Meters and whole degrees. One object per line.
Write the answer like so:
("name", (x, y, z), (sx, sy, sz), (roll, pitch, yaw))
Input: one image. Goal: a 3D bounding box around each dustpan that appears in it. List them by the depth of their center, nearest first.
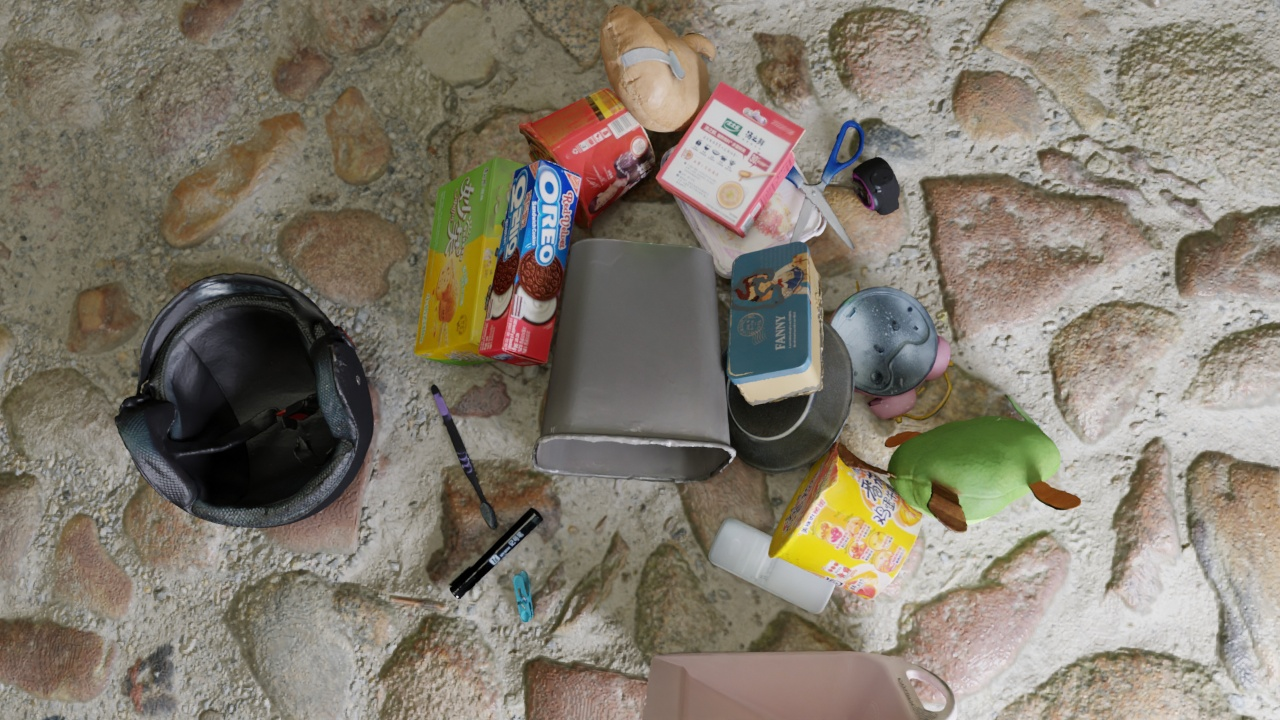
("dustpan", (0.145, 0.318, 0.878), (0.273, 0.222, 0.139), (24, 96, 0))

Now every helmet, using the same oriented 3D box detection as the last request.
("helmet", (-0.414, 0.050, 1.001), (0.233, 0.230, 0.274), (-19, 78, -10))

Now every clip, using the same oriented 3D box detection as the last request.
("clip", (-0.130, 0.264, 1.023), (0.013, 0.038, 0.055), (-11, 84, 9))

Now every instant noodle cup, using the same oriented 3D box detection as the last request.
("instant noodle cup", (0.211, 0.169, 0.935), (0.110, 0.138, 0.138), (31, 85, 5))
("instant noodle cup", (0.116, -0.184, 1.050), (0.138, 0.060, 0.173), (-28, 75, 3))
("instant noodle cup", (-0.055, -0.236, 1.054), (0.108, 0.138, 0.138), (-35, 76, -8))

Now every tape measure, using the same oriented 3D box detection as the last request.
("tape measure", (0.263, -0.197, 1.031), (0.039, 0.057, 0.057), (-26, 45, 2))

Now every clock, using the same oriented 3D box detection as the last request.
("clock", (0.266, -0.004, 0.984), (0.158, 0.060, 0.117), (42, 81, 3))

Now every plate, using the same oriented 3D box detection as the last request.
("plate", (0.143, 0.030, 0.976), (0.180, 0.024, 0.179), (-12, 72, 43))

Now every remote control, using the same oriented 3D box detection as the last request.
("remote control", (0.142, 0.221, 0.990), (0.136, 0.020, 0.056), (24, 85, 12))

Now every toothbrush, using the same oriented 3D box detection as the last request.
("toothbrush", (-0.208, 0.110, 1.067), (0.014, 0.017, 0.189), (-27, 75, 3))

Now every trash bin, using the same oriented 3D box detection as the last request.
("trash bin", (-0.006, 0.006, 0.964), (0.198, 0.199, 0.219), (5, 72, -6))

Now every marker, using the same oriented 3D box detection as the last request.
("marker", (-0.164, 0.218, 1.039), (0.132, 0.020, 0.022), (-44, 47, 0))

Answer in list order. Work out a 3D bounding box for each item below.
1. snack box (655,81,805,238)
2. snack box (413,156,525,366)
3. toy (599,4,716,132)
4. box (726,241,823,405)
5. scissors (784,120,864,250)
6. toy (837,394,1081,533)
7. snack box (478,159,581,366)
("snack box", (0.099, -0.217, 0.997), (0.113, 0.044, 0.127), (36, 94, 17))
("snack box", (-0.181, -0.106, 1.032), (0.070, 0.158, 0.210), (12, 79, -35))
("toy", (0.034, -0.323, 1.031), (0.083, 0.225, 0.143), (-13, 97, 28))
("box", (0.138, -0.034, 0.936), (0.090, 0.059, 0.183), (-14, 47, 22))
("scissors", (0.188, -0.196, 1.006), (0.162, 0.012, 0.176), (36, 86, 11))
("toy", (0.324, 0.106, 0.905), (0.246, 0.227, 0.090), (-10, 111, -31))
("snack box", (-0.113, -0.101, 0.946), (0.057, 0.058, 0.207), (18, 76, -34))
